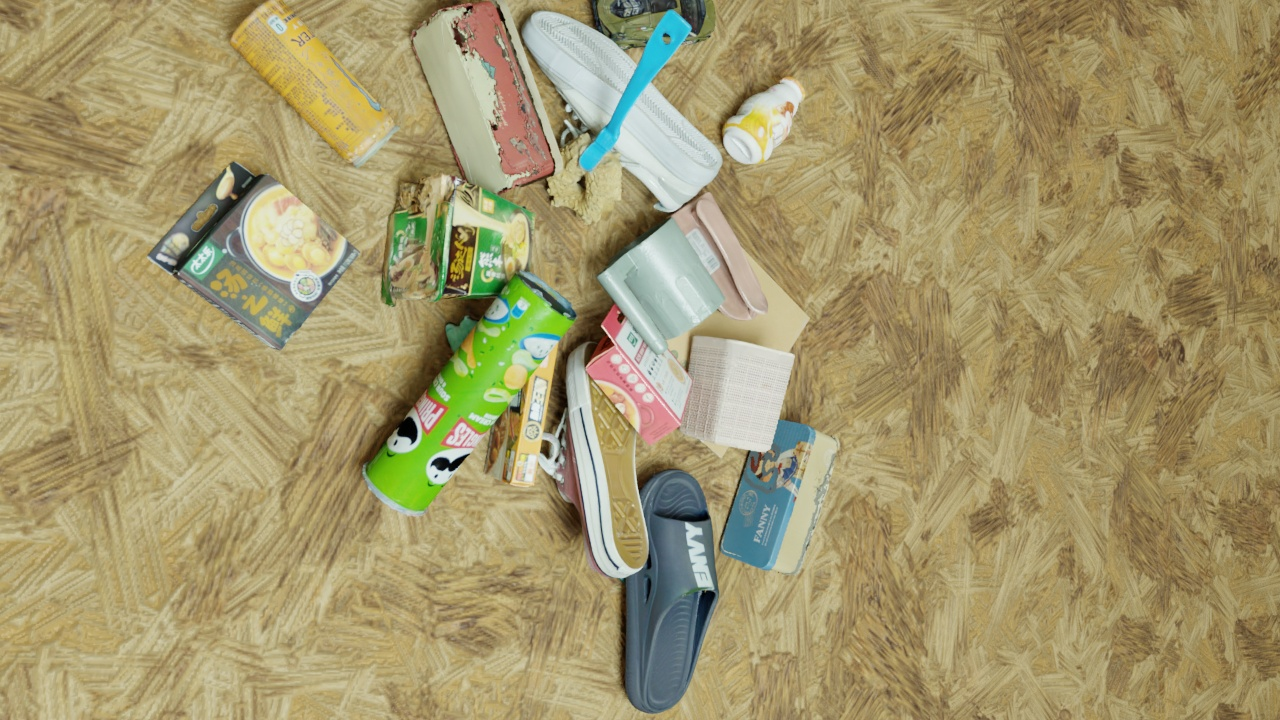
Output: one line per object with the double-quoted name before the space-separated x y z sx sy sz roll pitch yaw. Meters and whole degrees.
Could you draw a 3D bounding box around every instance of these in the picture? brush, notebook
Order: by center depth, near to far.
"brush" -0.023 -0.220 0.855 0.083 0.255 0.045 42 50 0
"brush" 0.087 -0.107 0.997 0.063 0.073 0.145 -36 102 -21
"notebook" 0.098 -0.014 1.050 0.148 0.008 0.207 41 72 -24

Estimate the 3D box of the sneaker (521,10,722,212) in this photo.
"sneaker" -0.032 -0.249 0.938 0.242 0.091 0.089 42 40 -5

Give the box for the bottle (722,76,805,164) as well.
"bottle" 0.142 -0.273 1.034 0.063 0.063 0.108 48 70 -22

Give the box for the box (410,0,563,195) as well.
"box" -0.149 -0.239 0.855 0.080 0.091 0.168 -28 105 -33

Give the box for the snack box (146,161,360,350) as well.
"snack box" -0.330 -0.091 0.789 0.125 0.053 0.113 43 72 -29

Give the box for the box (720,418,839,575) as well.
"box" 0.156 0.159 1.043 0.059 0.090 0.184 27 77 -34

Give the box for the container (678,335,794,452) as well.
"container" 0.102 0.037 0.999 0.090 0.090 0.111 12 88 -29

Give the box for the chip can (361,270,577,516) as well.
"chip can" -0.154 0.029 0.826 0.072 0.072 0.236 35 99 -25

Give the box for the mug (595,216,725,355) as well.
"mug" 0.018 -0.074 0.944 0.103 0.084 0.123 53 45 -11

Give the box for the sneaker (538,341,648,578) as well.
"sneaker" -0.054 0.101 0.920 0.118 0.088 0.240 19 57 -54

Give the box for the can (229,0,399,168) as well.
"can" -0.283 -0.240 0.801 0.146 0.058 0.058 47 70 -22

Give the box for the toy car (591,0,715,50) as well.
"toy car" 0.019 -0.372 0.977 0.157 0.042 0.070 -16 100 -30

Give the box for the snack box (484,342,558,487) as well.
"snack box" -0.117 0.042 0.893 0.026 0.075 0.153 11 86 -30

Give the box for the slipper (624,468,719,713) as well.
"slipper" 0.046 0.251 0.979 0.110 0.083 0.268 2 94 -45

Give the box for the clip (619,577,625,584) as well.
"clip" -0.012 0.234 0.994 0.043 0.014 0.056 -50 115 -18

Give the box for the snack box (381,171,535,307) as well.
"snack box" -0.163 -0.102 0.850 0.105 0.118 0.117 7 88 -39

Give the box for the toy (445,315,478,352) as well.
"toy" -0.152 -0.004 0.879 0.092 0.097 0.030 58 39 0

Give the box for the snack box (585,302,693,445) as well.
"snack box" -0.006 0.005 0.931 0.044 0.113 0.127 -34 102 21
